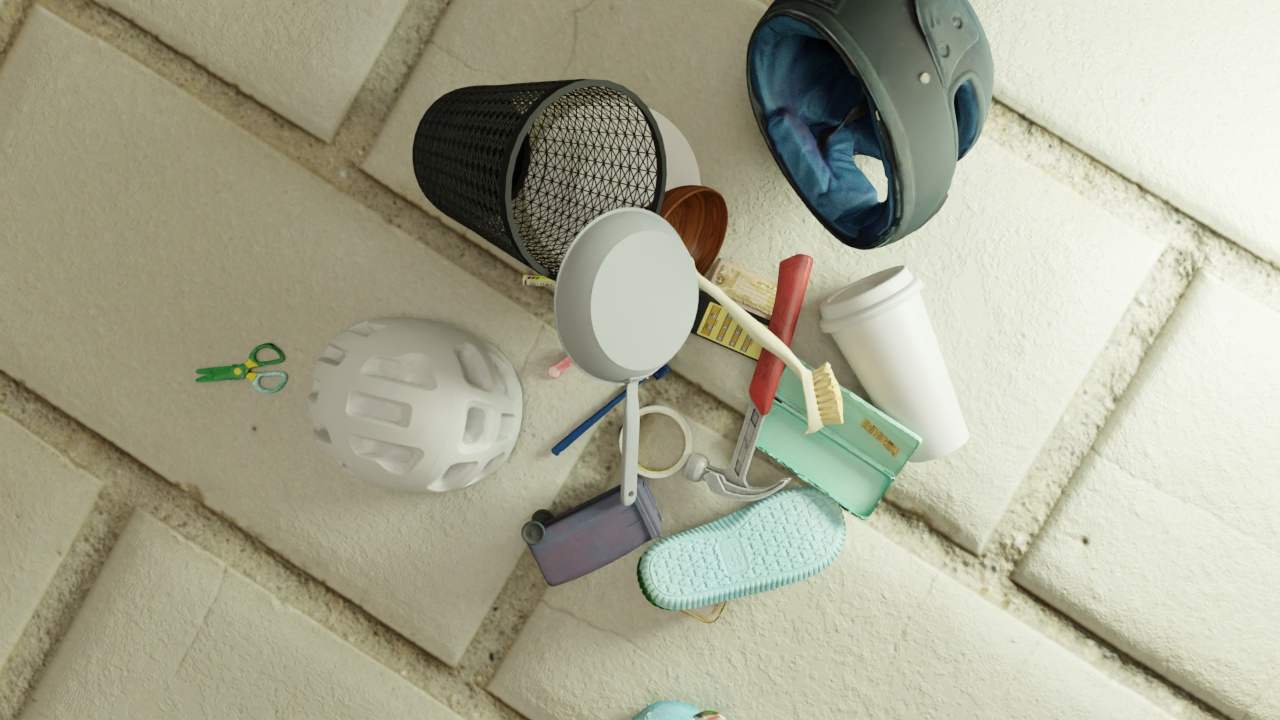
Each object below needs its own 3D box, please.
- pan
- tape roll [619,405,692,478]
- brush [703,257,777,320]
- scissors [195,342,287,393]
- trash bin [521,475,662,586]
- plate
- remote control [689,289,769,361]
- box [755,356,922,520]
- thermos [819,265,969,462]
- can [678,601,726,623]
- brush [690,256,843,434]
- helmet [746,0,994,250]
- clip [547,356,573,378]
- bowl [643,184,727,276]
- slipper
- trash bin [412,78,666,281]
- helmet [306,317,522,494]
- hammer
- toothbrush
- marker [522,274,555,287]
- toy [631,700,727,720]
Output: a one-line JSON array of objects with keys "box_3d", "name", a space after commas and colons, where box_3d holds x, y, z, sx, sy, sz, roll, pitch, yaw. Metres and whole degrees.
[{"box_3d": [-0.006, 0.006, 1.048, 0.200, 0.051, 0.357, -13, 108, -38], "name": "pan"}, {"box_3d": [0.020, 0.105, 1.188, 0.094, 0.019, 0.094, 0, 91, 4], "name": "tape roll"}, {"box_3d": [0.141, -0.086, 1.164, 0.117, 0.039, 0.049, 25, 92, 1], "name": "brush"}, {"box_3d": [-0.536, 0.021, 1.229, 0.131, 0.014, 0.071, -13, 90, 3], "name": "scissors"}, {"box_3d": [-0.057, 0.209, 1.160, 0.161, 0.094, 0.092, -27, 89, 2], "name": "trash bin"}, {"box_3d": [-0.038, -0.222, 1.178, 0.229, 0.030, 0.229, 0, 91, 4], "name": "plate"}, {"box_3d": [0.114, -0.043, 1.166, 0.133, 0.013, 0.058, 23, 125, 3], "name": "remote control"}, {"box_3d": [0.235, 0.095, 1.137, 0.187, 0.057, 0.138, 35, 104, 15], "name": "box"}, {"box_3d": [0.316, 0.008, 1.118, 0.131, 0.131, 0.222, -27, 97, 4], "name": "thermos"}, {"box_3d": [0.062, 0.290, 1.169, 0.100, 0.059, 0.054, 25, 93, 2], "name": "can"}, {"box_3d": [0.143, -0.025, 1.086, 0.077, 0.062, 0.272, -41, 78, -2], "name": "brush"}, {"box_3d": [0.282, -0.309, 1.050, 0.235, 0.250, 0.316, -28, 89, -25], "name": "helmet"}, {"box_3d": [-0.098, 0.004, 1.186, 0.060, 0.044, 0.023, -34, 92, 18], "name": "clip"}, {"box_3d": [0.034, -0.156, 1.132, 0.069, 0.147, 0.147, 35, 94, 31], "name": "bowl"}, {"box_3d": [0.127, 0.240, 1.139, 0.276, 0.070, 0.116, -15, 61, -12], "name": "slipper"}, {"box_3d": [-0.132, -0.221, 1.059, 0.243, 0.216, 0.217, 24, 94, 44], "name": "trash bin"}, {"box_3d": [-0.302, 0.054, 1.172, 0.283, 0.183, 0.224, 17, 88, 24], "name": "helmet"}, {"box_3d": [0.157, 0.023, 1.129, 0.126, 0.036, 0.316, 20, 101, 23], "name": "hammer"}, {"box_3d": [-0.039, 0.063, 1.193, 0.190, 0.016, 0.017, -38, 95, 4], "name": "toothbrush"}, {"box_3d": [-0.087, -0.100, 1.193, 0.132, 0.014, 0.014, 5, 92, 4], "name": "marker"}, {"box_3d": [0.044, 0.520, 1.159, 0.184, 0.114, 0.180, -20, 102, 14], "name": "toy"}]
